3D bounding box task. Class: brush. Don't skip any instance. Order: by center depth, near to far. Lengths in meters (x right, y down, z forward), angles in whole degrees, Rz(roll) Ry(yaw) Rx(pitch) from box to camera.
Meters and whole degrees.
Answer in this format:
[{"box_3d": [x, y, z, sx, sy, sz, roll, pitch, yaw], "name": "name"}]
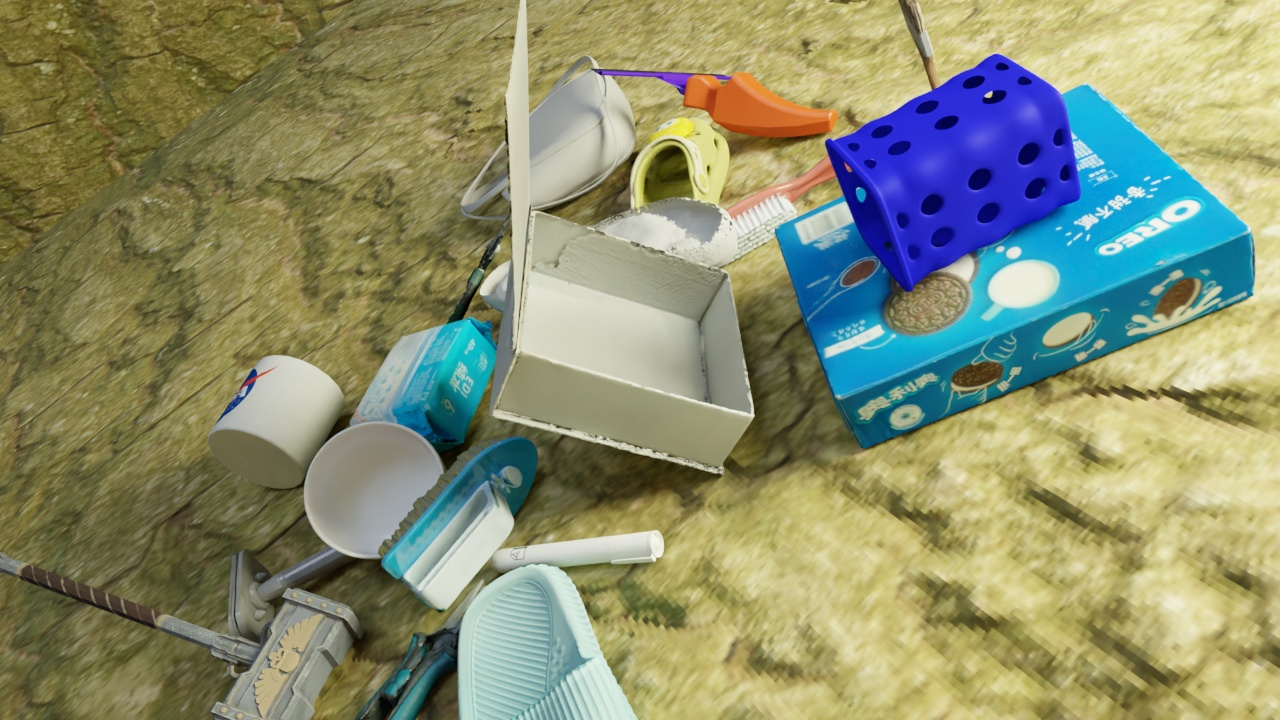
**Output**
[{"box_3d": [-0.119, 0.110, 0.657, 0.135, 0.055, 0.075, -50, 31, -20], "name": "brush"}, {"box_3d": [0.218, -0.220, 0.692, 0.008, 0.143, 0.045, -24, 46, 16], "name": "brush"}, {"box_3d": [0.123, -0.131, 0.758, 0.172, 0.041, 0.030, -31, 55, 8], "name": "brush"}]

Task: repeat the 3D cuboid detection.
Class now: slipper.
[{"box_3d": [-0.056, 0.202, 0.498, 0.116, 0.069, 0.276, -37, 35, 2], "name": "slipper"}, {"box_3d": [-0.027, -0.071, 0.774, 0.247, 0.074, 0.112, -14, 50, 34], "name": "slipper"}, {"box_3d": [0.024, -0.166, 0.841, 0.092, 0.081, 0.190, -18, 42, 26], "name": "slipper"}]

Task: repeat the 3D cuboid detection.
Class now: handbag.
[{"box_3d": [-0.115, -0.223, 1.008, 0.223, 0.095, 0.215, -30, 34, 16], "name": "handbag"}]

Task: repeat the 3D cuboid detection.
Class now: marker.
[{"box_3d": [-0.046, 0.130, 0.612, 0.134, 0.017, 0.020, -12, 46, 28], "name": "marker"}]

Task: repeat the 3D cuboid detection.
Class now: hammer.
[{"box_3d": [-0.368, 0.182, 0.665, 0.322, 0.044, 0.098, 14, 53, 13], "name": "hammer"}]

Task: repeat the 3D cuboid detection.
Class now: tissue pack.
[{"box_3d": [-0.186, 0.029, 0.800, 0.093, 0.062, 0.144, -13, 39, 29], "name": "tissue pack"}]

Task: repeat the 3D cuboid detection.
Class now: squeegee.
[{"box_3d": [0.098, -0.244, 0.871, 0.185, 0.055, 0.248, 20, 24, 28], "name": "squeegee"}]

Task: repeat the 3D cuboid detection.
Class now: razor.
[{"box_3d": [-0.266, 0.168, 0.729, 0.116, 0.047, 0.088, -28, 36, -3], "name": "razor"}]

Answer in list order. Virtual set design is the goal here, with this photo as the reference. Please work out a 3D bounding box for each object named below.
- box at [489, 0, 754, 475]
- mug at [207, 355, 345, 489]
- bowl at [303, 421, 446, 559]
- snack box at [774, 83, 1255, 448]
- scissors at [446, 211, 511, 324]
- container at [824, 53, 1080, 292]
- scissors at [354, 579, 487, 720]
[{"box_3d": [-0.102, -0.124, 0.532, 0.149, 0.506, 0.166, -26, 38, 19], "name": "box"}, {"box_3d": [-0.347, 0.066, 0.875, 0.122, 0.091, 0.089, -50, 17, 47], "name": "mug"}, {"box_3d": [-0.199, 0.102, 0.709, 0.105, 0.054, 0.104, 0, 76, -2], "name": "bowl"}, {"box_3d": [0.220, -0.068, 0.593, 0.239, 0.056, 0.195, -24, 38, 14], "name": "snack box"}, {"box_3d": [-0.155, -0.073, 0.855, 0.154, 0.015, 0.210, -66, 12, -25], "name": "scissors"}, {"box_3d": [0.187, -0.114, 0.550, 0.114, 0.085, 0.084, -28, 38, 7], "name": "container"}, {"box_3d": [-0.154, 0.209, 0.607, 0.139, 0.019, 0.128, -27, 36, 8], "name": "scissors"}]
